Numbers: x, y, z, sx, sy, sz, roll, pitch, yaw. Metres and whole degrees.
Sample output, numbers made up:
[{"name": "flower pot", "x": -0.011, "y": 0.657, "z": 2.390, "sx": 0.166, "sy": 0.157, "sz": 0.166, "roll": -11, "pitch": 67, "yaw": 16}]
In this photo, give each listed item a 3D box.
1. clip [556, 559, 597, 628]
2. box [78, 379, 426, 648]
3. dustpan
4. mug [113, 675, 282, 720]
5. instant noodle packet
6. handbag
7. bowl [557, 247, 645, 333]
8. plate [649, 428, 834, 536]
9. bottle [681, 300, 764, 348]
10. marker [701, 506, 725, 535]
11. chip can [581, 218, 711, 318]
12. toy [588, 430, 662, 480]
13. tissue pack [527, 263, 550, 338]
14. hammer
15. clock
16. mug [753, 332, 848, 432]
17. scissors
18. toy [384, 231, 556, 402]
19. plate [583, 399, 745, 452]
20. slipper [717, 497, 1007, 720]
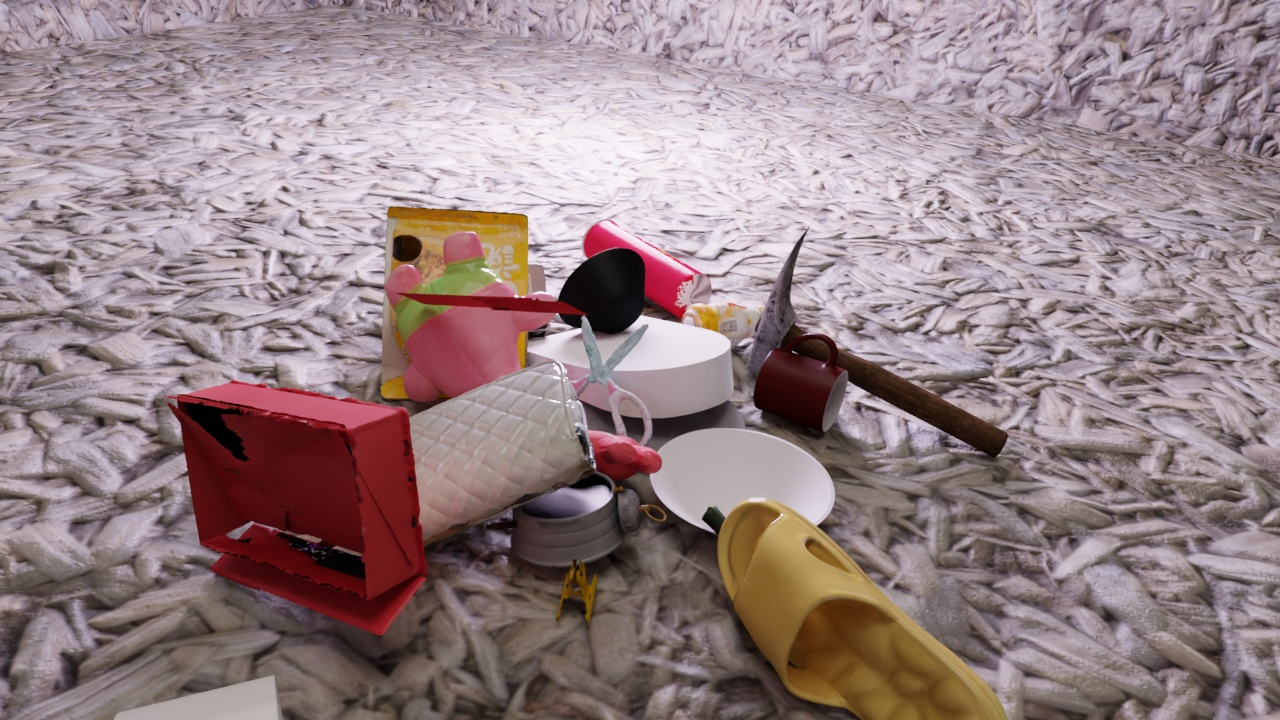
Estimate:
[{"name": "clip", "x": -0.053, "y": 0.186, "z": 0.746, "sx": 0.048, "sy": 0.046, "sz": 0.054, "roll": -35, "pitch": 20, "yaw": 23}, {"name": "box", "x": -0.311, "y": 0.181, "z": 0.633, "sx": 0.213, "sy": 0.148, "sz": 0.373, "roll": 7, "pitch": 52, "yaw": 33}, {"name": "dustpan", "x": -0.006, "y": 0.006, "z": 1.071, "sx": 0.191, "sy": 0.053, "sz": 0.258, "roll": -15, "pitch": 17, "yaw": -32}, {"name": "mug", "x": -0.277, "y": 0.243, "z": 0.586, "sx": 0.090, "sy": 0.074, "sz": 0.111, "roll": -8, "pitch": 6, "yaw": -22}, {"name": "instant noodle packet", "x": -0.209, "y": -0.060, "z": 1.050, "sx": 0.163, "sy": 0.084, "sz": 0.221, "roll": 1, "pitch": 69, "yaw": -11}, {"name": "handbag", "x": -0.135, "y": 0.087, "z": 0.802, "sx": 0.195, "sy": 0.072, "sz": 0.138, "roll": -23, "pitch": 31, "yaw": 5}, {"name": "bowl", "x": -0.033, "y": -0.070, "z": 1.109, "sx": 0.123, "sy": 0.124, "sz": 0.052, "roll": -15, "pitch": 50, "yaw": -31}, {"name": "plate", "x": 0.094, "y": 0.128, "z": 0.873, "sx": 0.174, "sy": 0.036, "sz": 0.173, "roll": 4, "pitch": 29, "yaw": -2}, {"name": "bottle", "x": 0.109, "y": -0.046, "z": 1.162, "sx": 0.108, "sy": 0.063, "sz": 0.063, "roll": -8, "pitch": 32, "yaw": -24}, {"name": "marker", "x": 0.104, "y": 0.178, "z": 0.762, "sx": 0.017, "sy": 0.017, "sz": 0.146, "roll": -22, "pitch": 57, "yaw": -39}, {"name": "chip can", "x": 0.006, "y": -0.132, "z": 1.296, "sx": 0.069, "sy": 0.069, "sz": 0.220, "roll": -16, "pitch": 36, "yaw": -33}, {"name": "toy", "x": -0.036, "y": 0.091, "z": 0.869, "sx": 0.091, "sy": 0.045, "sz": 0.135, "roll": 16, "pitch": -14, "yaw": -40}, {"name": "tissue pack", "x": -0.208, "y": -0.073, "z": 1.140, "sx": 0.181, "sy": 0.071, "sz": 0.103, "roll": -5, "pitch": 75, "yaw": -12}, {"name": "hammer", "x": 0.269, "y": -0.001, "z": 1.000, "sx": 0.301, "sy": 0.218, "sz": 0.036, "roll": 29, "pitch": 52, "yaw": 15}, {"name": "clock", "x": -0.051, "y": 0.137, "z": 0.806, "sx": 0.148, "sy": 0.056, "sz": 0.103, "roll": -3, "pitch": 22, "yaw": 9}, {"name": "mug", "x": 0.180, "y": 0.017, "z": 1.015, "sx": 0.083, "sy": 0.106, "sz": 0.073, "roll": 20, "pitch": 25, "yaw": 25}, {"name": "scissors", "x": -0.041, "y": 0.034, "z": 0.949, "sx": 0.170, "sy": 0.013, "sz": 0.175, "roll": -45, "pitch": 60, "yaw": 0}, {"name": "toy", "x": -0.171, "y": -0.012, "z": 0.962, "sx": 0.192, "sy": 0.236, "sz": 0.096, "roll": -31, "pitch": -11, "yaw": 7}, {"name": "plate", "x": 0.024, "y": 0.068, "z": 0.996, "sx": 0.178, "sy": 0.012, "sz": 0.178, "roll": 4, "pitch": 29, "yaw": -2}, {"name": "slipper", "x": 0.139, "y": 0.205, "z": 0.672, "sx": 0.078, "sy": 0.100, "sz": 0.263, "roll": -2, "pitch": 30, "yaw": -46}]
